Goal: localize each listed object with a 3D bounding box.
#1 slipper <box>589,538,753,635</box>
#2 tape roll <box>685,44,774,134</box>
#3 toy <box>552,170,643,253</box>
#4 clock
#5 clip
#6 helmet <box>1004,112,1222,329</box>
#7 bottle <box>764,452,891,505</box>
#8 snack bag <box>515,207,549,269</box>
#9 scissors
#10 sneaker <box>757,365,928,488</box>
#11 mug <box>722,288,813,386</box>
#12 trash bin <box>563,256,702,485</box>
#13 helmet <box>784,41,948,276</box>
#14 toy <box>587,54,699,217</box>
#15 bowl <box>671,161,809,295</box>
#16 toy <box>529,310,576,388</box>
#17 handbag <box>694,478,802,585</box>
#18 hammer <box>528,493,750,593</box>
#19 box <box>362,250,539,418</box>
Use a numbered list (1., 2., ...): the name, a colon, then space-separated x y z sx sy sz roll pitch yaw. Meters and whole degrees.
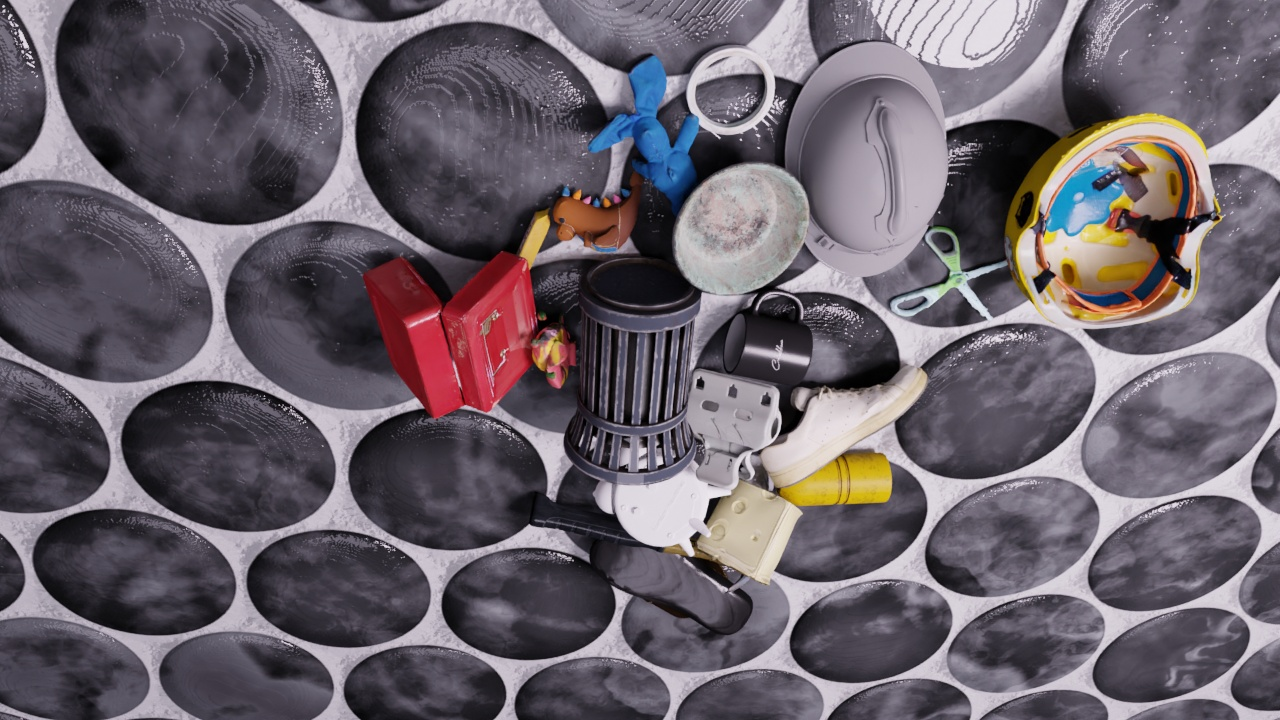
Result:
1. slipper: 0.046 0.324 1.371 0.268 0.076 0.113 29 94 -12
2. tape roll: 0.094 -0.283 0.964 0.093 0.013 0.093 -3 126 -4
3. toy: -0.047 -0.172 1.022 0.090 0.070 0.103 23 99 -6
4. clock: 0.025 0.183 1.227 0.161 0.072 0.125 30 100 4
5. clip: 0.115 0.089 1.173 0.125 0.072 0.143 14 108 35
6. helmet: 0.501 -0.161 1.015 0.209 0.139 0.240 -3 114 -3
7. bottle: 0.255 0.165 1.270 0.164 0.071 0.071 -2 126 -5
8. snack bag: -0.126 -0.131 1.049 0.020 0.026 0.099 18 124 -18
9. scissors: 0.386 -0.098 1.127 0.174 0.022 0.171 -38 118 15
10. sneaker: 0.253 0.064 1.198 0.241 0.089 0.102 -35 89 3
11. mug: 0.160 -0.031 1.123 0.088 0.078 0.113 11 99 -13
12. trash bin: -0.006 0.006 1.082 0.164 0.164 0.228 1 123 -5
13. helmet: 0.256 -0.189 0.975 0.183 0.117 0.271 -13 121 0
14. toy: 0.015 -0.218 0.974 0.113 0.071 0.176 -32 123 4
15. bowl: 0.104 -0.148 0.998 0.157 0.038 0.158 -9 126 -13
16. toy: -0.103 -0.008 1.104 0.046 0.084 0.103 -4 148 5
17. handbag: 0.148 0.235 1.261 0.119 0.111 0.081 -63 154 -8
18. hammer: 0.008 0.250 1.300 0.333 0.117 0.025 14 138 -8
19. box: -0.229 -0.036 1.054 0.168 0.153 0.157 16 135 19
